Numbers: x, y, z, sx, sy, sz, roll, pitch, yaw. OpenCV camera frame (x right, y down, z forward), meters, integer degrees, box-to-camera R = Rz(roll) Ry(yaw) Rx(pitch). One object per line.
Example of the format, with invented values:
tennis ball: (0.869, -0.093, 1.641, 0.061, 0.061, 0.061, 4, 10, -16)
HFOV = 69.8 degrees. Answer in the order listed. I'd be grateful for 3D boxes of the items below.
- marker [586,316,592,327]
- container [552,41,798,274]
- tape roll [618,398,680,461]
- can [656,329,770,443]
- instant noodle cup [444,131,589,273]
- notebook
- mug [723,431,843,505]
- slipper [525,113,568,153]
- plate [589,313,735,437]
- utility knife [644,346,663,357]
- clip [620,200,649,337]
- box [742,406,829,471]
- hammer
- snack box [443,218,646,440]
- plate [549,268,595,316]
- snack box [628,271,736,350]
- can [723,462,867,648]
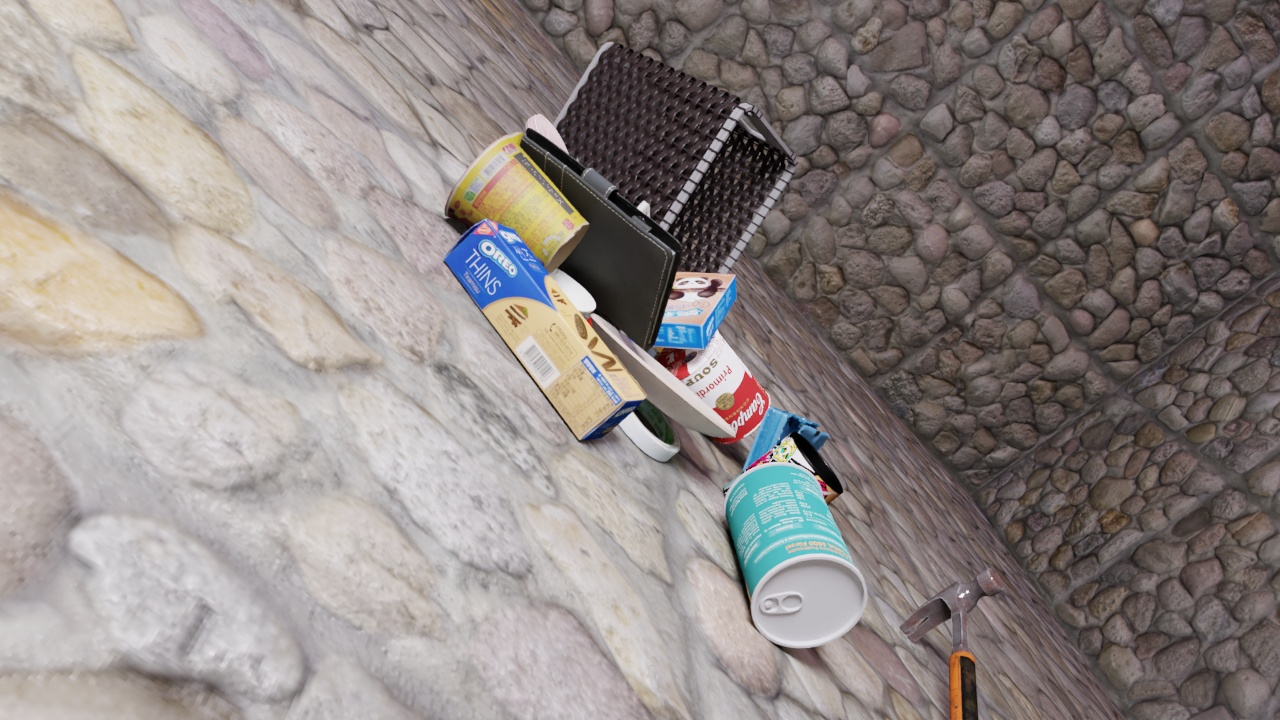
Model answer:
marker: (-0.006, 0.006, 1.010, 0.145, 0.021, 0.023, 45, -2, -17)
container: (0.030, -0.269, 1.302, 0.244, 0.246, 0.247, 37, 8, 24)
tape roll: (0.003, 0.058, 0.905, 0.094, 0.018, 0.093, 45, 14, -15)
can: (0.084, 0.027, 1.066, 0.116, 0.087, 0.086, 49, 13, -27)
instant noodle cup: (-0.114, -0.140, 0.878, 0.112, 0.100, 0.100, 42, 15, 0)
notebook: (-0.051, -0.123, 0.931, 0.209, 0.029, 0.170, 39, -32, 16)
mug: (0.163, 0.145, 0.994, 0.118, 0.098, 0.081, 35, 20, -44)
slipper: (-0.110, -0.203, 1.158, 0.094, 0.064, 0.239, 32, 34, -58)
plate: (0.016, 0.023, 0.916, 0.188, 0.027, 0.188, 40, 3, -3)
utility knife: (0.021, -0.021, 1.180, 0.030, 0.019, 0.216, 39, 17, 0)
clip: (-0.026, -0.100, 1.075, 0.099, 0.152, 0.126, 13, 35, 16)
box: (0.185, 0.112, 1.131, 0.054, 0.093, 0.231, 21, 0, 20)
hammer: (0.356, 0.364, 1.048, 0.035, 0.138, 0.313, 48, 28, -6)
snack box: (-0.083, -0.029, 0.795, 0.206, 0.057, 0.056, 52, 13, 12)
plate: (-0.095, -0.069, 0.901, 0.104, 0.026, 0.104, 29, 18, -11)
snack box: (0.050, -0.059, 1.046, 0.151, 0.087, 0.034, -54, 143, -57)
can: (0.137, 0.174, 0.839, 0.099, 0.099, 0.143, 43, 15, -22)
